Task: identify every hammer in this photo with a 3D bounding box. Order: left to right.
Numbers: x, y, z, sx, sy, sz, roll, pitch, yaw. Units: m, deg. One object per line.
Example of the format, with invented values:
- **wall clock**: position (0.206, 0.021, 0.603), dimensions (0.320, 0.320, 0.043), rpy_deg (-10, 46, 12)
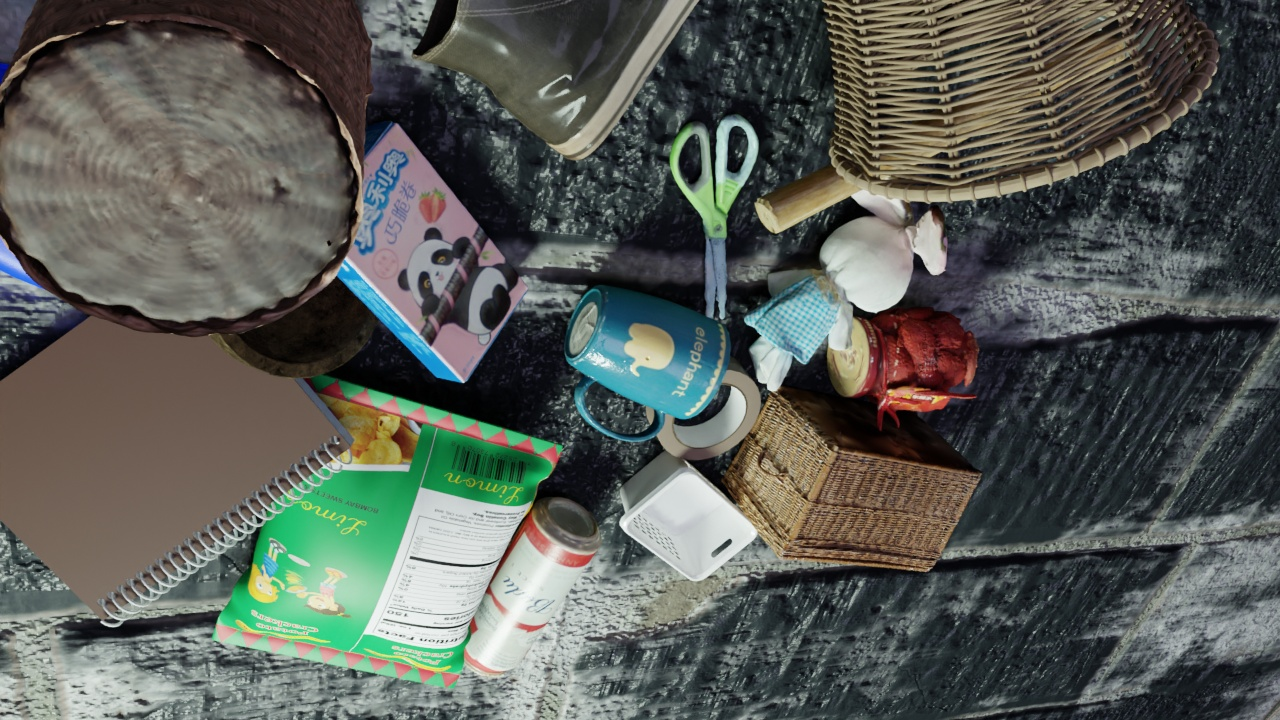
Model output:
- **hammer**: position (0.232, -0.171, 0.635), dimensions (0.330, 0.132, 0.033), rpy_deg (-27, 127, -5)

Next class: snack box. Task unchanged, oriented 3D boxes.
- **snack box**: position (-0.143, -0.066, 0.592), dimensions (0.087, 0.033, 0.154), rpy_deg (-60, 135, -26)

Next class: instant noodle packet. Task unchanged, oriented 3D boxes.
- **instant noodle packet**: position (-0.196, 0.140, 0.699), dimensions (0.195, 0.090, 0.253), rpy_deg (18, 112, -17)

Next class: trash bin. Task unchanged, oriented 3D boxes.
- **trash bin**: position (-0.186, -0.109, 0.401), dimensions (0.151, 0.210, 0.151), rpy_deg (-12, 126, -16)

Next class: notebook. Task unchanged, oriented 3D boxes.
- **notebook**: position (-0.321, 0.056, 0.600), dimensions (0.209, 0.022, 0.171), rpy_deg (-35, 106, 3)

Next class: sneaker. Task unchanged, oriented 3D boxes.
- **sneaker**: position (-0.028, -0.240, 0.514), dimensions (0.119, 0.095, 0.235), rpy_deg (22, 120, -33)

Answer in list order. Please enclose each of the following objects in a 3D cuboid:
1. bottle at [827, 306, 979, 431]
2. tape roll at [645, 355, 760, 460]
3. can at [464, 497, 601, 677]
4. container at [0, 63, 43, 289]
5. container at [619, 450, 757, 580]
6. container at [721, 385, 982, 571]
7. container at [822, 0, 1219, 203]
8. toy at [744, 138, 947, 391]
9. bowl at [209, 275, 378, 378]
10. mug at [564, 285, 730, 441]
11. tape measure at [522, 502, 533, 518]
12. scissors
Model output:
- **bottle**: position (0.227, 0.005, 0.787), dimensions (0.111, 0.099, 0.099), rpy_deg (1, 123, -18)
- **tape roll**: position (0.053, 0.039, 0.779), dimensions (0.093, 0.030, 0.094), rpy_deg (-11, 127, -15)
- **can**: position (-0.100, 0.199, 0.804), dimensions (0.067, 0.067, 0.170), rpy_deg (19, 114, -32)
- **container**: position (-0.332, -0.093, 0.506), dimensions (0.096, 0.058, 0.114), rpy_deg (-44, 128, 10)
- **container**: position (0.039, 0.136, 0.829), dimensions (0.081, 0.049, 0.129), rpy_deg (-40, 129, 8)
- **container**: position (0.192, 0.108, 0.833), dimensions (0.198, 0.113, 0.113), rpy_deg (10, 115, -30)
- **container**: position (0.193, -0.236, 0.530), dimensions (0.227, 0.226, 0.196), rpy_deg (-29, 123, -1)
- **toy**: position (0.163, -0.052, 0.724), dimensions (0.105, 0.131, 0.206), rpy_deg (7, 127, -45)
- **bowl**: position (-0.225, -0.052, 0.568), dimensions (0.121, 0.056, 0.121), rpy_deg (-8, 101, -50)
- **mug**: position (-0.004, 0.004, 0.689), dimensions (0.104, 0.084, 0.112), rpy_deg (22, 87, -25)
- **tape measure**: position (-0.119, 0.113, 0.760), dimensions (0.059, 0.030, 0.068), rpy_deg (23, 112, -32)
- **scissors**: position (0.052, -0.100, 0.694), dimensions (0.072, 0.033, 0.176), rpy_deg (-15, 124, -17)
